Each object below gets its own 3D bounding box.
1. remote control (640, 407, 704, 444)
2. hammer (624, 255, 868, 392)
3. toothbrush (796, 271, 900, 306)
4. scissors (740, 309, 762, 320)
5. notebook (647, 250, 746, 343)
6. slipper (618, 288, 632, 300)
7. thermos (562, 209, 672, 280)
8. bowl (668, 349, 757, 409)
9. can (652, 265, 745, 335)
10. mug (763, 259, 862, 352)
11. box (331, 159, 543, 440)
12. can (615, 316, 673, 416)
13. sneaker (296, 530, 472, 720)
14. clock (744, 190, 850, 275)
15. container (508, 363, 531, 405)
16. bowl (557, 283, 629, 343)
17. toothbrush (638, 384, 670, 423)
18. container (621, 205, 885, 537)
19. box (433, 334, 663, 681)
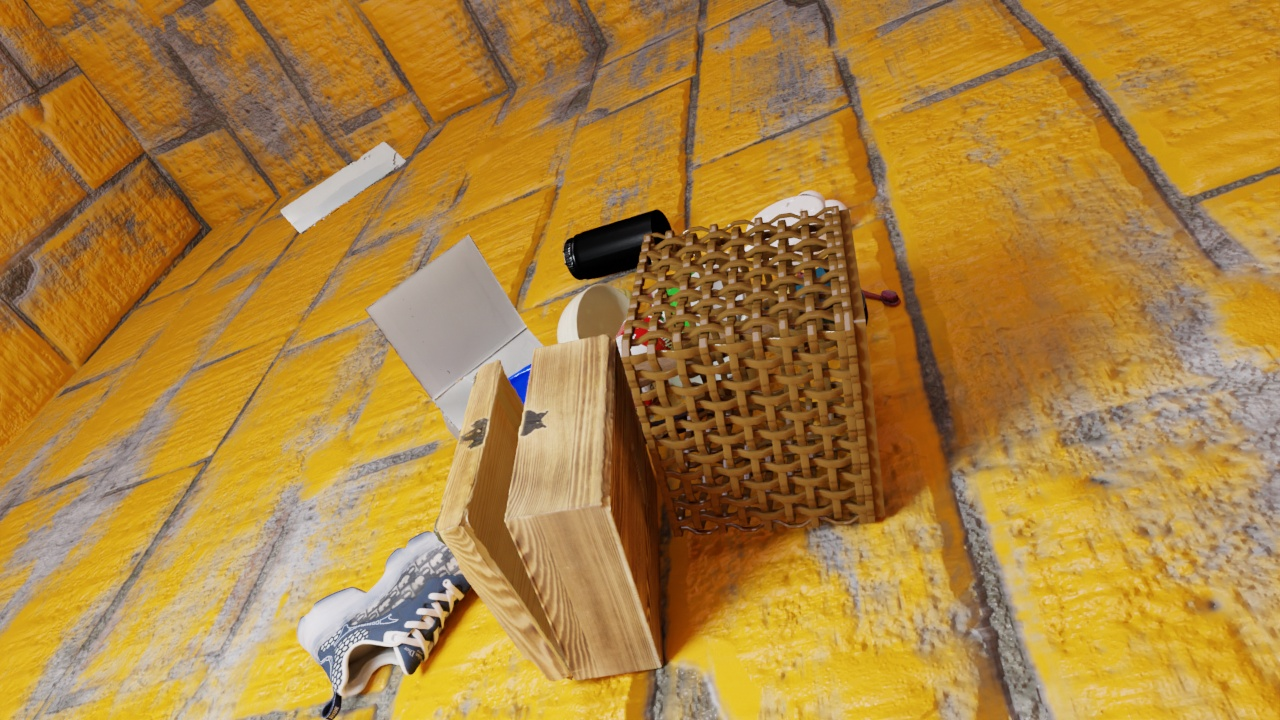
[{"bbox_3d":[0.032,0.084,1.126,0.124,0.047,0.009,-15,58,-38],"label":"remote control"},{"bbox_3d":[0.123,-0.025,1.118,0.306,0.040,0.132,-21,52,7],"label":"hammer"},{"bbox_3d":[0.279,-0.101,1.251,0.016,0.016,0.190,-41,32,-16],"label":"toothbrush"},{"bbox_3d":[0.144,-0.067,1.210,0.012,0.163,0.154,25,90,15],"label":"scissors"},{"bbox_3d":[0.094,-0.091,1.400,0.153,0.012,0.208,-28,30,5],"label":"notebook"},{"bbox_3d":[-0.066,-0.068,1.435,0.092,0.082,0.190,-8,34,28],"label":"slipper"},{"bbox_3d":[-0.049,-0.195,1.598,0.199,0.086,0.085,-12,35,27],"label":"thermos"},{"bbox_3d":[0.099,0.021,1.180,0.117,0.061,0.117,-21,32,14],"label":"bowl"},{"bbox_3d":[0.078,-0.079,1.262,0.087,0.088,0.140,-41,12,-19],"label":"can"},{"bbox_3d":[0.216,-0.083,1.188,0.107,0.113,0.083,-33,-5,-7],"label":"mug"},{"bbox_3d":[-0.231,-0.038,1.183,0.166,0.479,0.119,-40,56,-17],"label":"box"},{"bbox_3d":[-0.007,0.008,1.244,0.087,0.087,0.116,-8,37,32],"label":"can"},{"bbox_3d":[-0.267,0.301,1.070,0.269,0.103,0.132,-32,45,-3],"label":"sneaker"},{"bbox_3d":[0.225,-0.201,1.387,0.161,0.073,0.125,-33,31,-6],"label":"clock"},{"bbox_3d":[-0.135,0.054,1.186,0.114,0.096,0.058,-32,9,18],"label":"container"},{"bbox_3d":[-0.066,-0.029,1.317,0.075,0.151,0.150,-15,33,38],"label":"bowl"},{"bbox_3d":[0.018,0.056,1.245,0.015,0.016,0.184,-1,42,50],"label":"toothbrush"},{"bbox_3d":[0.124,0.013,0.948,0.214,0.252,0.219,-7,36,13],"label":"container"},{"bbox_3d":[-0.073,0.154,0.961,0.168,0.245,0.278,-15,33,8],"label":"box"}]
